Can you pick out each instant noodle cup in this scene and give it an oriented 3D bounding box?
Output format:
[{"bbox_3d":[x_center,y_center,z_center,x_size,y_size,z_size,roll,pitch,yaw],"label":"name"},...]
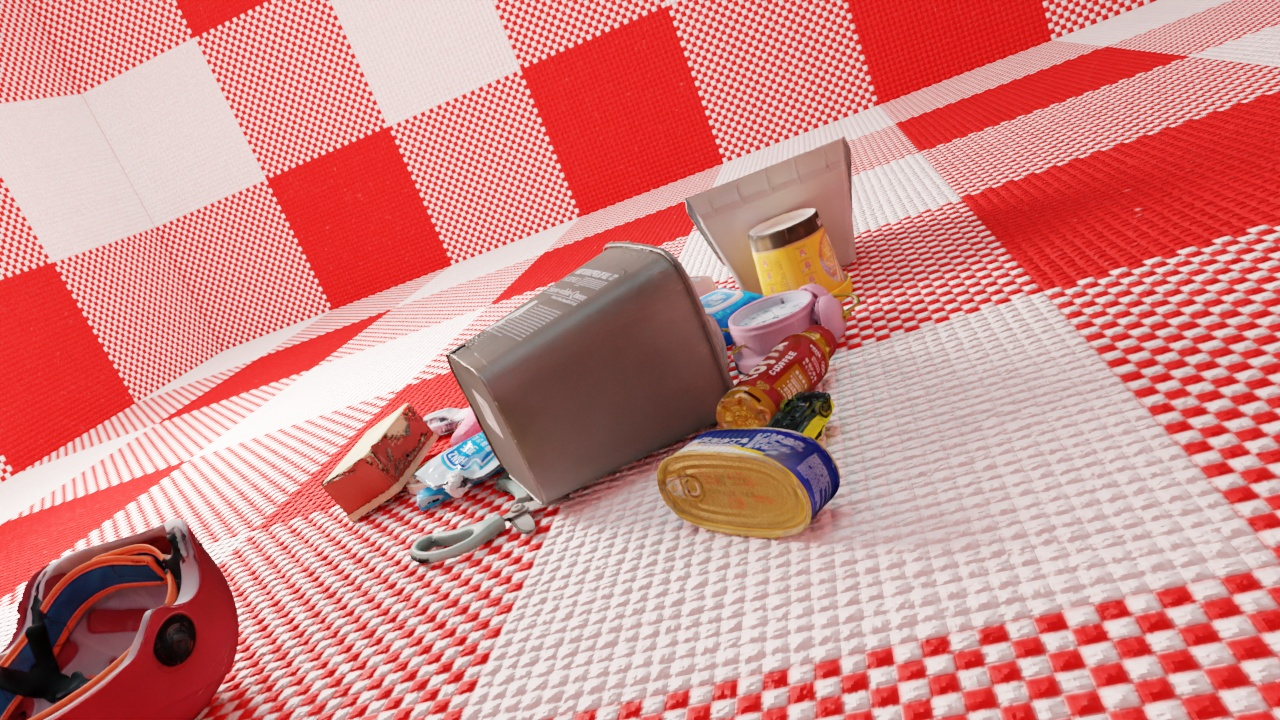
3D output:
[{"bbox_3d":[0.200,-0.127,1.186,0.118,0.114,0.118,-21,16,6],"label":"instant noodle cup"}]

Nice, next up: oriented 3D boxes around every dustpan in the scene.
[{"bbox_3d":[0.195,-0.201,1.300,0.223,0.258,0.142,-20,40,10],"label":"dustpan"}]

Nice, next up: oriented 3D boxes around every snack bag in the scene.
[{"bbox_3d":[-0.158,0.094,1.039,0.190,0.039,0.110,-29,30,-27],"label":"snack bag"}]

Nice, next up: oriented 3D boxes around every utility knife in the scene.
[{"bbox_3d":[-0.173,0.124,1.052,0.178,0.018,0.034,-25,20,-17],"label":"utility knife"}]

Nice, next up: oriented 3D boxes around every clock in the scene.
[{"bbox_3d":[0.174,-0.041,1.044,0.158,0.060,0.117,-19,17,4],"label":"clock"}]

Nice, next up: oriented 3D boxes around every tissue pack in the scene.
[{"bbox_3d":[0.101,-0.057,1.205,0.094,0.052,0.157,-27,17,-17],"label":"tissue pack"}]

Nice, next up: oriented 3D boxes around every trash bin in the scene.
[{"bbox_3d":[-0.056,0.013,0.926,0.219,0.199,0.199,-29,20,-18],"label":"trash bin"}]

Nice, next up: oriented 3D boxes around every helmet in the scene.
[{"bbox_3d":[-0.430,0.257,0.753,0.207,0.144,0.239,-19,31,13],"label":"helmet"}]

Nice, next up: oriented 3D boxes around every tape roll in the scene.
[{"bbox_3d":[-0.244,0.135,1.116,0.086,0.014,0.085,-21,16,6],"label":"tape roll"}]

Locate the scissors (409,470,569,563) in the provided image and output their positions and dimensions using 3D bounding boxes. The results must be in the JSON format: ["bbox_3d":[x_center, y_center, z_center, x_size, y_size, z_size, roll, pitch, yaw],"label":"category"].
[{"bbox_3d":[-0.156,0.157,0.922,0.179,0.019,0.170,-25,17,-12],"label":"scissors"}]

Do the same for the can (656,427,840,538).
[{"bbox_3d":[0.081,0.093,0.712,0.148,0.074,0.049,-5,21,46],"label":"can"}]

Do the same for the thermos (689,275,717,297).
[{"bbox_3d":[0.008,-0.082,1.308,0.198,0.067,0.087,-13,29,-17],"label":"thermos"}]

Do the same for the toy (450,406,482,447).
[{"bbox_3d":[-0.160,0.027,1.183,0.178,0.074,0.195,-43,-6,-48],"label":"toy"}]

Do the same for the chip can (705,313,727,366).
[{"bbox_3d":[-0.007,0.006,1.111,0.215,0.071,0.071,-16,17,23],"label":"chip can"}]

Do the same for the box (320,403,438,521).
[{"bbox_3d":[-0.325,0.116,1.142,0.091,0.077,0.168,-33,14,15],"label":"box"}]

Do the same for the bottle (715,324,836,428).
[{"bbox_3d":[0.140,0.019,0.900,0.058,0.057,0.174,-8,22,41],"label":"bottle"}]

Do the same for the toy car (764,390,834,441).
[{"bbox_3d":[0.132,0.067,0.804,0.048,0.032,0.105,-1,38,52],"label":"toy car"}]

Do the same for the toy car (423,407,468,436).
[{"bbox_3d":[-0.264,0.084,1.273,0.091,0.034,0.042,-15,14,20],"label":"toy car"}]
